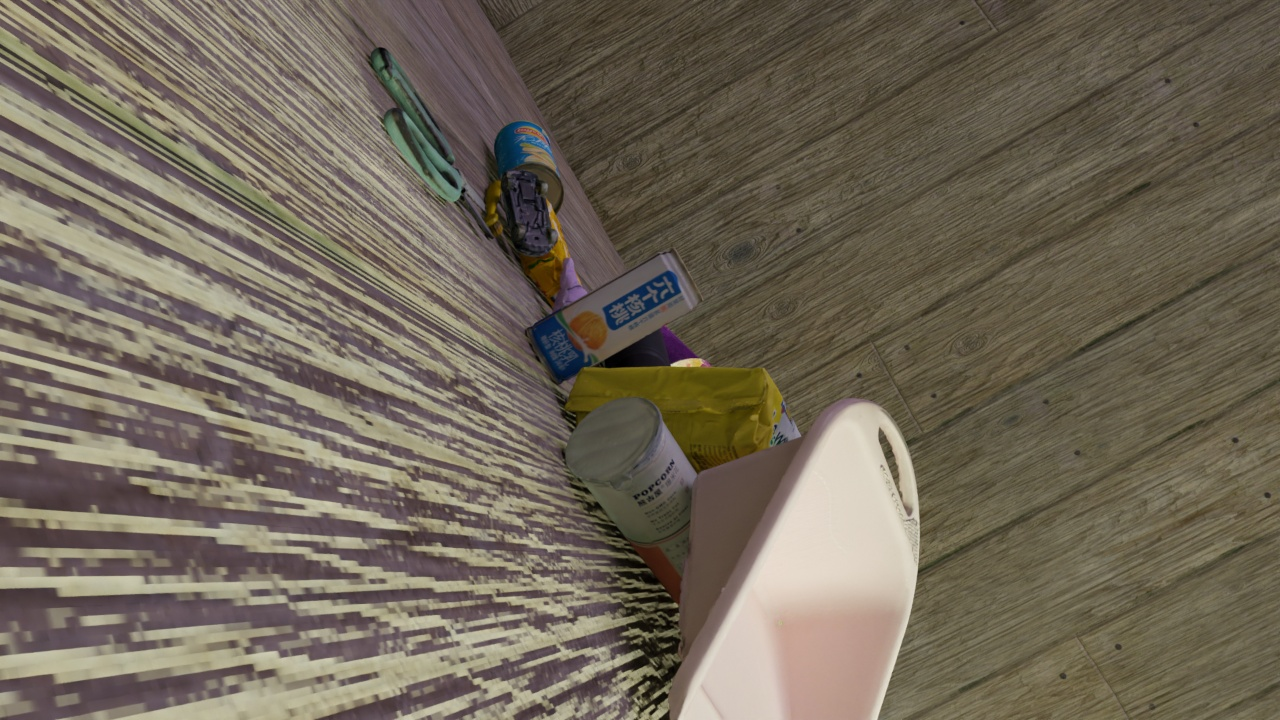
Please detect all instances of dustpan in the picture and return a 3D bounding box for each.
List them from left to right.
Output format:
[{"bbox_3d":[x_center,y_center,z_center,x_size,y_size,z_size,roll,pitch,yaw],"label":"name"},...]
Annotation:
[{"bbox_3d":[0.122,0.157,0.573,0.272,0.139,0.223,-88,155,-51],"label":"dustpan"}]

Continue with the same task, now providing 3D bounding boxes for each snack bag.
[{"bbox_3d":[0.050,0.078,0.755,0.246,0.158,0.068,52,43,-58],"label":"snack bag"}]

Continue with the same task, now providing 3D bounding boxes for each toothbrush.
[{"bbox_3d":[-0.138,-0.146,0.868,0.190,0.016,0.016,-109,174,-68],"label":"toothbrush"}]

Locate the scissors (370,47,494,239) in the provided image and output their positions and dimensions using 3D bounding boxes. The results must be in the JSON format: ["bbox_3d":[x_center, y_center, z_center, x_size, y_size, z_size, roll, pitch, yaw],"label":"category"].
[{"bbox_3d":[-0.168,-0.177,0.716,0.181,0.019,0.170,61,6,18],"label":"scissors"}]

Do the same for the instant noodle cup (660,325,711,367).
[{"bbox_3d":[0.019,0.011,1.134,0.099,0.111,0.111,52,-1,37],"label":"instant noodle cup"}]

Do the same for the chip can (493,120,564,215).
[{"bbox_3d":[-0.132,-0.222,1.067,0.071,0.071,0.210,58,5,-28],"label":"chip can"}]

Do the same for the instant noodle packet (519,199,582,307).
[{"bbox_3d":[-0.096,-0.112,0.927,0.111,0.044,0.128,54,13,-57],"label":"instant noodle packet"}]

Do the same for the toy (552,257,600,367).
[{"bbox_3d":[-0.058,-0.038,0.886,0.108,0.039,0.083,60,26,-54],"label":"toy"}]

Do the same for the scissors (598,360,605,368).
[{"bbox_3d":[-0.056,-0.025,1.027,0.189,0.015,0.226,56,6,-45],"label":"scissors"}]

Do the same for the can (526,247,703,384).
[{"bbox_3d":[-0.020,-0.036,0.727,0.053,0.134,0.053,60,4,-7],"label":"can"}]

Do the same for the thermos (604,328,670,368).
[{"bbox_3d":[-0.006,0.006,0.958,0.242,0.068,0.090,-100,-175,-69],"label":"thermos"}]

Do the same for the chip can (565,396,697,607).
[{"bbox_3d":[0.028,0.123,0.663,0.215,0.071,0.071,57,6,-35],"label":"chip can"}]

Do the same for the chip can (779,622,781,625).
[{"bbox_3d":[0.125,0.259,0.889,0.221,0.072,0.072,58,5,-21],"label":"chip can"}]

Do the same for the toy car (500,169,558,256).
[{"bbox_3d":[-0.107,-0.136,0.853,0.042,0.034,0.090,2,62,-37],"label":"toy car"}]
